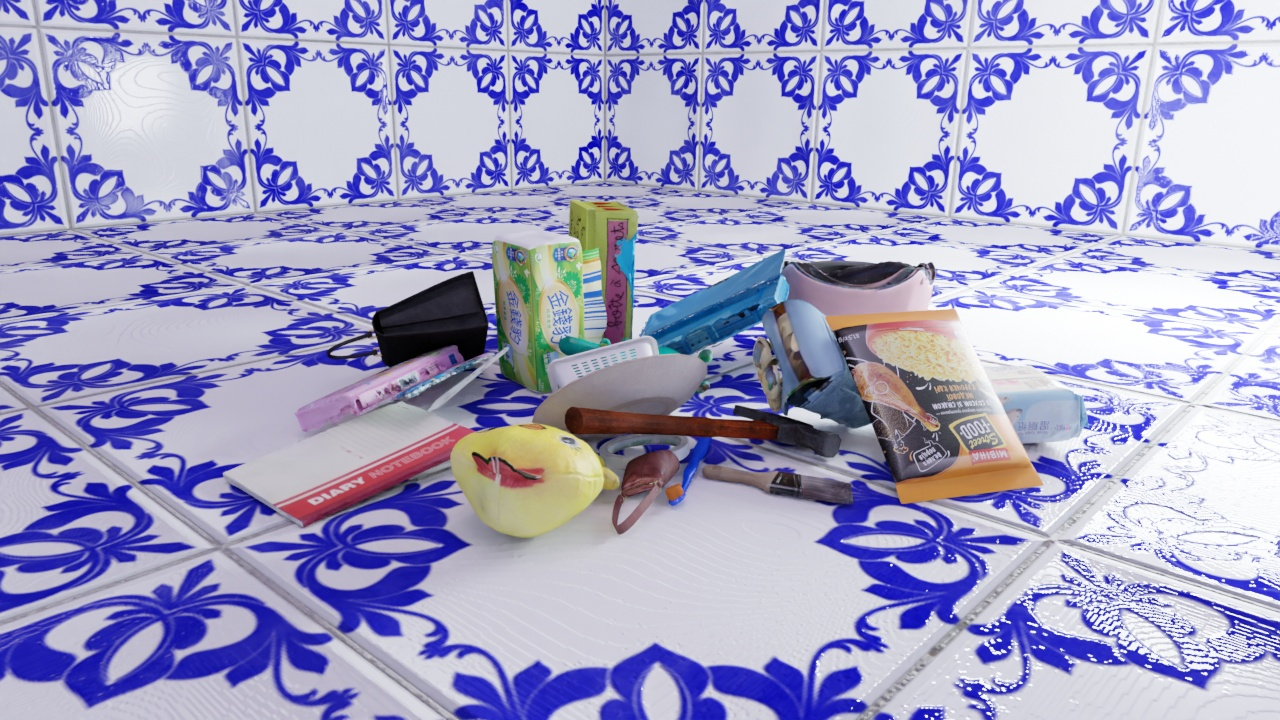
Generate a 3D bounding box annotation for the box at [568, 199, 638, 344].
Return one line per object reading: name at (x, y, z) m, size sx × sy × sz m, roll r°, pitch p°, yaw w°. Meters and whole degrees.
box at (-0.058, -0.114, 1.301) m, size 0.080 × 0.221 × 0.124 m, roll -4°, pitch 20°, yaw -16°

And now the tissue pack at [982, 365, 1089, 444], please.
tissue pack at (0.386, 0.052, 1.026) m, size 0.182 × 0.070 × 0.112 m, roll -3°, pitch 17°, yaw -3°

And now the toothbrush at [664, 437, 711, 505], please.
toothbrush at (0.051, 0.103, 0.923) m, size 0.016 × 0.018 × 0.182 m, roll -21°, pitch 10°, yaw 19°

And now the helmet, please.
helmet at (0.300, -0.077, 1.311) m, size 0.230 × 0.152 × 0.255 m, roll -1°, pitch 14°, yaw 1°

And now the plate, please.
plate at (-0.017, 0.048, 0.946) m, size 0.188 × 0.027 × 0.189 m, roll -16°, pitch -20°, yaw -6°

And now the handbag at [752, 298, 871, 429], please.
handbag at (0.195, 0.014, 1.023) m, size 0.119 × 0.121 × 0.191 m, roll -33°, pitch -33°, yaw 28°

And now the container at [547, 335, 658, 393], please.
container at (-0.034, 0.030, 1.039) m, size 0.129 × 0.081 × 0.049 m, roll -15°, pitch 34°, yaw -7°

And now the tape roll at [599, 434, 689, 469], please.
tape roll at (0.004, 0.092, 0.944) m, size 0.093 × 0.013 × 0.093 m, roll -6°, pitch 11°, yaw 1°

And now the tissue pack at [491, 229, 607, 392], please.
tissue pack at (-0.105, -0.072, 1.197) m, size 0.141 × 0.198 × 0.120 m, roll -14°, pitch 28°, yaw -34°

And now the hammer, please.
hammer at (0.058, 0.066, 0.917) m, size 0.300 × 0.028 × 0.111 m, roll 6°, pitch 8°, yaw -37°

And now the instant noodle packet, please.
instant noodle packet at (0.297, 0.038, 0.938) m, size 0.159 × 0.032 × 0.220 m, roll -4°, pitch 57°, yaw -16°

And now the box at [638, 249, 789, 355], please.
box at (0.094, -0.063, 1.234) m, size 0.232 × 0.033 × 0.174 m, roll -24°, pitch 18°, yaw 26°

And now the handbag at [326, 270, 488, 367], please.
handbag at (-0.304, -0.031, 1.185) m, size 0.195 × 0.072 × 0.176 m, roll -16°, pitch -10°, yaw -15°

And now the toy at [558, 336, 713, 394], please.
toy at (-0.007, 0.007, 1.126) m, size 0.193 × 0.073 × 0.130 m, roll 10°, pitch 43°, yaw -5°

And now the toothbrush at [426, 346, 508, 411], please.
toothbrush at (-0.216, 0.034, 1.047) m, size 0.010 × 0.010 × 0.181 m, roll 14°, pitch 43°, yaw 39°

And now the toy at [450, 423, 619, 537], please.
toy at (-0.091, 0.100, 0.821) m, size 0.134 × 0.092 × 0.207 m, roll 12°, pitch 9°, yaw 15°

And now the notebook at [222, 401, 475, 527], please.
notebook at (-0.279, 0.096, 0.911) m, size 0.153 × 0.012 × 0.208 m, roll 15°, pitch 28°, yaw 39°

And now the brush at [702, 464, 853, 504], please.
brush at (0.132, 0.118, 0.888) m, size 0.151 × 0.012 × 0.038 m, roll 6°, pitch 17°, yaw 21°

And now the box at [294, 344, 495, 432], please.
box at (-0.267, 0.021, 1.070) m, size 0.160 × 0.035 × 0.229 m, roll -16°, pitch 9°, yaw 26°

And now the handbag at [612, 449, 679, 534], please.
handbag at (-0.003, 0.123, 0.838) m, size 0.055 × 0.029 × 0.119 m, roll -19°, pitch 15°, yaw 24°
